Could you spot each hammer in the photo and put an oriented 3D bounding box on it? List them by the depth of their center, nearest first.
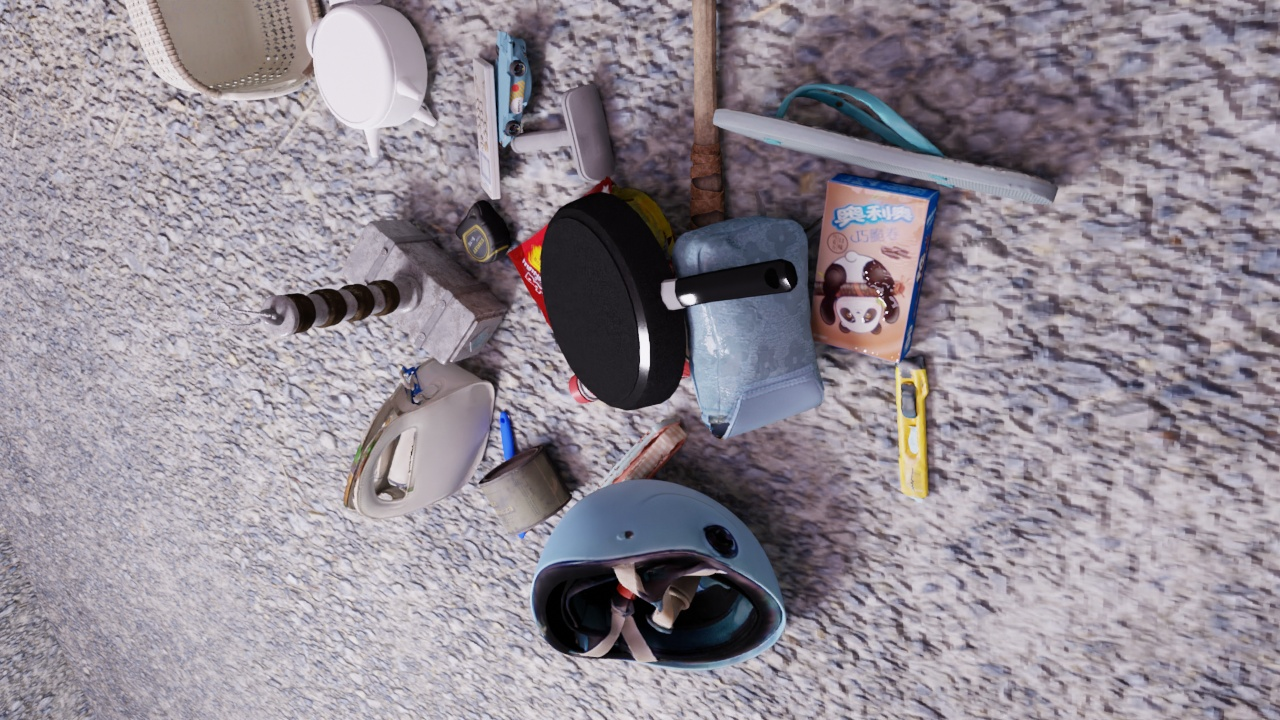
[{"bbox_3d":[0.059,-0.221,0.810,0.122,0.048,0.319,12,121,26],"label":"hammer"},{"bbox_3d":[-0.289,-0.060,0.947,0.177,0.325,0.080,41,112,10],"label":"hammer"}]

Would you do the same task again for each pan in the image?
[{"bbox_3d":[0.005,-0.052,0.779,0.356,0.044,0.204,-2,106,61],"label":"pan"}]

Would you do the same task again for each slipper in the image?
[{"bbox_3d":[0.192,-0.176,0.724,0.269,0.098,0.055,19,98,17],"label":"slipper"}]

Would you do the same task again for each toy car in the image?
[{"bbox_3d":[-0.125,-0.268,0.911,0.060,0.027,0.108,-123,33,-45],"label":"toy car"}]

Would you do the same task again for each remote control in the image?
[{"bbox_3d":[-0.160,-0.239,0.950,0.050,0.011,0.136,-131,36,-55],"label":"remote control"}]

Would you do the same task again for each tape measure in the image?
[{"bbox_3d":[-0.170,-0.139,1.012,0.061,0.034,0.062,58,142,1],"label":"tape measure"}]

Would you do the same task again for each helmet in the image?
[{"bbox_3d":[0.025,0.222,0.970,0.265,0.166,0.226,20,134,-10],"label":"helmet"}]

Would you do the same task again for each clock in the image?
[{"bbox_3d":[-0.285,-0.317,0.984,0.126,0.072,0.161,-35,85,40],"label":"clock"}]

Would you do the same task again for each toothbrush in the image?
[{"bbox_3d":[-0.161,0.147,1.168,0.016,0.018,0.183,9,115,31],"label":"toothbrush"}]

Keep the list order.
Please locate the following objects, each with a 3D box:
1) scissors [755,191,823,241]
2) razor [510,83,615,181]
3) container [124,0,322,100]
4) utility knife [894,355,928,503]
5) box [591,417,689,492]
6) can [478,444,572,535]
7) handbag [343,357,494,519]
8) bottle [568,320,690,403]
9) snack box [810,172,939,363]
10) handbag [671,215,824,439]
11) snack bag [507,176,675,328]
[{"bbox_3d":[0.126,-0.073,0.849,0.142,0.014,0.175,-20,110,24],"label":"scissors"},{"bbox_3d":[-0.085,-0.221,0.911,0.116,0.047,0.088,5,116,41],"label":"razor"},{"bbox_3d":[-0.460,-0.404,0.983,0.143,0.184,0.246,10,118,41],"label":"container"},{"bbox_3d":[0.252,0.065,0.846,0.030,0.017,0.151,11,122,40],"label":"utility knife"},{"bbox_3d":[-0.004,0.132,1.032,0.059,0.056,0.187,16,134,-23],"label":"box"},{"bbox_3d":[-0.139,0.155,1.106,0.090,0.089,0.074,-24,99,40],"label":"can"},{"bbox_3d":[-0.280,0.098,1.104,0.093,0.199,0.201,32,125,22],"label":"handbag"},{"bbox_3d":[-0.006,0.006,0.957,0.177,0.062,0.062,-23,99,40],"label":"bottle"},{"bbox_3d":[0.199,-0.079,0.793,0.087,0.034,0.151,17,121,27],"label":"snack box"},{"bbox_3d":[0.088,-0.032,0.814,0.119,0.121,0.192,-152,46,-66],"label":"handbag"},{"bbox_3d":[-0.051,-0.096,0.954,0.139,0.066,0.209,52,140,-7],"label":"snack bag"}]
